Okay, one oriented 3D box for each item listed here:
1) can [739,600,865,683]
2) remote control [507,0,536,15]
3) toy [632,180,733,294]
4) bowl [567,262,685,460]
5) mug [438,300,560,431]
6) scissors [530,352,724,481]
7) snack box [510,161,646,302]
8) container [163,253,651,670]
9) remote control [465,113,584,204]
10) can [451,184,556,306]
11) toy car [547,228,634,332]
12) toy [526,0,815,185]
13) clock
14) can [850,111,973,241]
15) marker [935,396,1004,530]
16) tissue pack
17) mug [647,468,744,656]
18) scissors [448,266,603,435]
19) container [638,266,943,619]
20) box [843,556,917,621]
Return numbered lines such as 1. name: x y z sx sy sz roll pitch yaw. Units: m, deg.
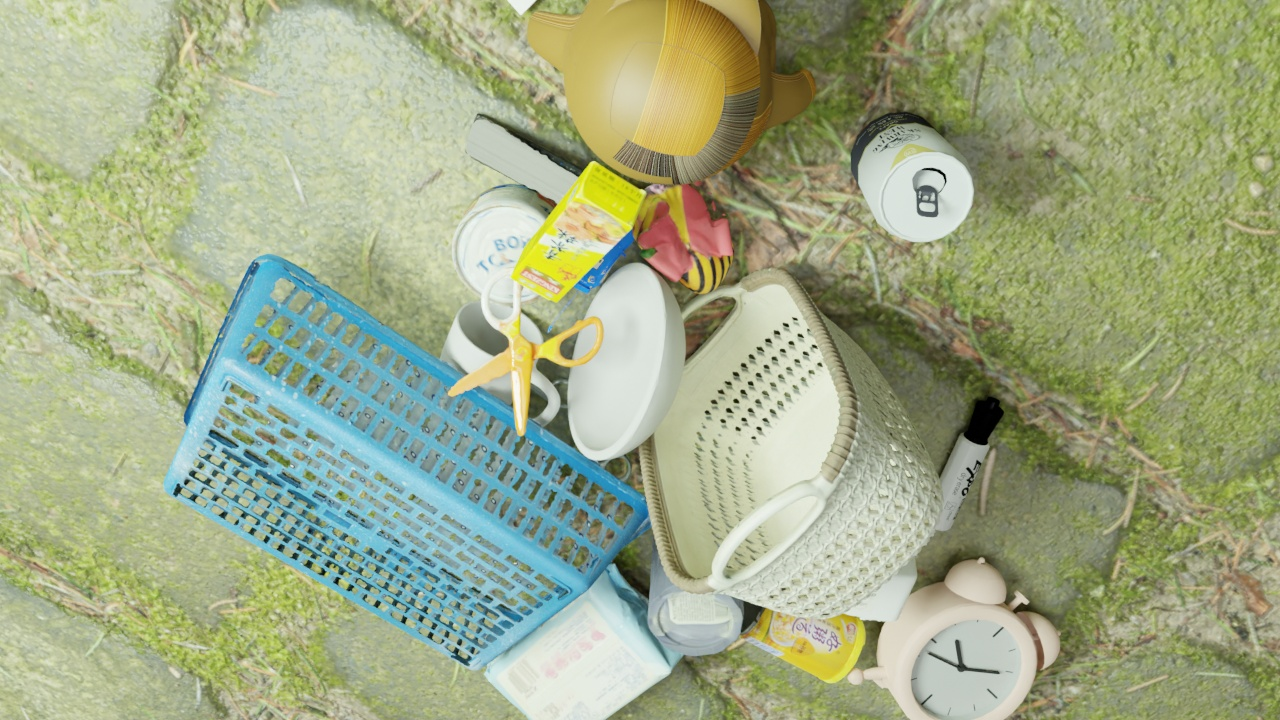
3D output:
1. can: 0.142 0.239 0.827 0.105 0.067 0.068 29 115 -9
2. remote control: -0.114 -0.291 0.617 0.028 0.011 0.124 -38 108 20
3. toy: 0.030 -0.094 0.676 0.103 0.084 0.046 45 144 -19
4. bowl: -0.004 0.004 0.689 0.043 0.149 0.150 14 119 -27
5. mug: -0.113 0.020 0.731 0.107 0.071 0.090 38 124 11
6. scissors: -0.015 0.039 0.770 0.173 0.014 0.142 21 112 -7
7. snack box: -0.045 -0.081 0.610 0.040 0.028 0.148 28 156 -14
8. container: -0.203 0.111 0.740 0.362 0.089 0.258 35 132 -12
9. remote control: -0.068 -0.135 0.664 0.136 0.013 0.033 31 117 15
10. can: -0.099 -0.087 0.699 0.086 0.043 0.086 1 117 1
11. toy car: -0.039 -0.067 0.691 0.033 0.061 0.092 32 128 -11
12. toy: 0.019 -0.179 0.554 0.198 0.203 0.163 13 116 -2
13. clock: 0.282 0.262 0.830 0.131 0.086 0.161 42 103 -15
14. can: 0.180 -0.122 0.611 0.064 0.127 0.064 2 116 4
15. marker: 0.269 0.086 0.765 0.025 0.025 0.126 14 117 -2
16. tissue pack: -0.049 0.272 0.852 0.182 0.069 0.112 -43 90 19
17. mug: 0.050 0.170 0.780 0.084 0.103 0.124 7 117 3
18. scissors: -0.090 -0.012 0.678 0.125 0.011 0.127 -30 97 -9
19. container: 0.099 0.061 0.652 0.143 0.245 0.185 30 116 -25
20. box: 0.177 0.119 0.755 0.108 0.125 0.137 12 126 -3
